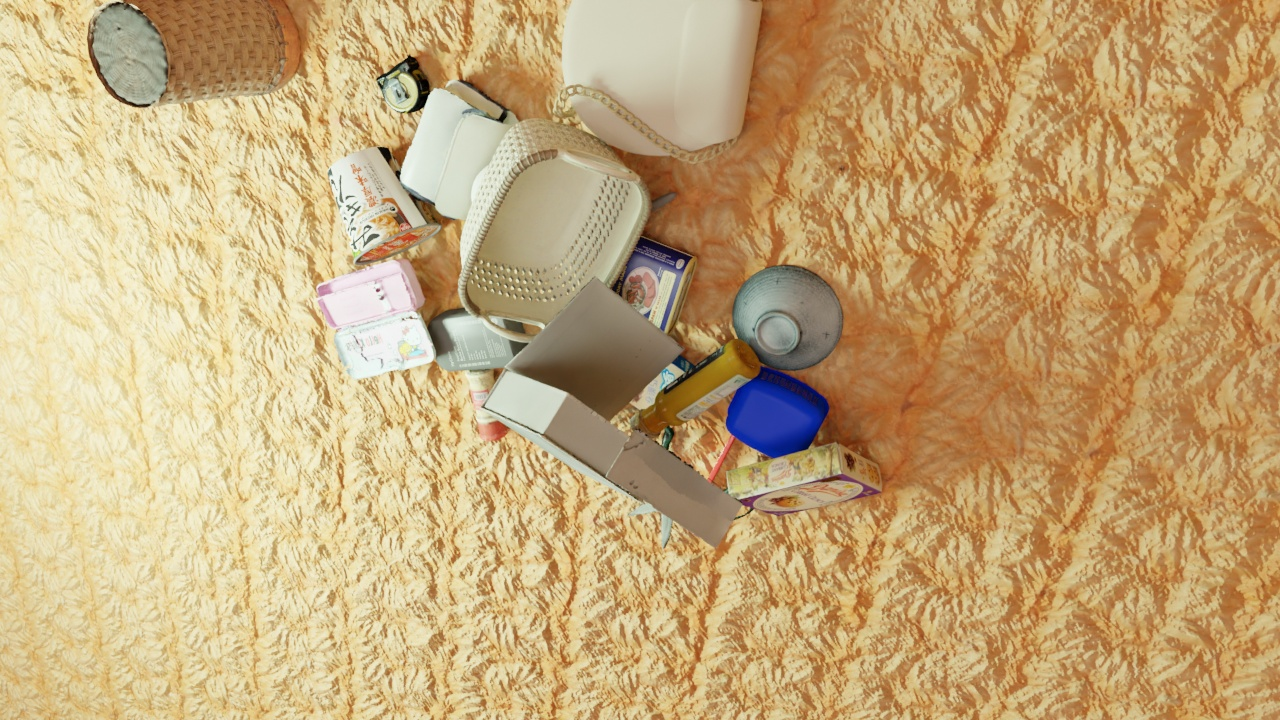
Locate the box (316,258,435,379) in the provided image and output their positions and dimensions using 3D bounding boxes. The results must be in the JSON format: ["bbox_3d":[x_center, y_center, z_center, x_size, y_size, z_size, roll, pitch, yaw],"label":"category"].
[{"bbox_3d":[-0.373,-0.057,1.301,0.202,0.037,0.152,-9,107,37],"label":"box"}]

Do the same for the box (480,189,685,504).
[{"bbox_3d":[-0.041,-0.038,1.142,0.174,0.420,0.167,-16,137,43],"label":"box"}]

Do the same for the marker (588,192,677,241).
[{"bbox_3d":[-0.013,-0.176,1.134,0.139,0.022,0.016,-23,98,30],"label":"marker"}]

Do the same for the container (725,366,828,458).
[{"bbox_3d":[0.167,0.070,1.140,0.114,0.058,0.096,27,111,7],"label":"container"}]

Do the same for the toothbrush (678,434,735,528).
[{"bbox_3d":[0.096,0.147,1.239,0.018,0.012,0.213,30,120,11],"label":"toothbrush"}]

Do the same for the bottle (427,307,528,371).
[{"bbox_3d":[-0.246,-0.030,1.279,0.174,0.046,0.084,-5,110,24],"label":"bottle"}]

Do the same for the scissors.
[{"bbox_3d":[0.067,0.178,1.250,0.203,0.015,0.202,10,113,23],"label":"scissors"}]

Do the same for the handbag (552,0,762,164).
[{"bbox_3d":[0.018,-0.333,1.005,0.209,0.103,0.211,14,118,12],"label":"handbag"}]

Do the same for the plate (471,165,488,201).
[{"bbox_3d":[-0.158,-0.198,1.144,0.104,0.026,0.104,-4,127,-5],"label":"plate"}]

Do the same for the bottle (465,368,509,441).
[{"bbox_3d":[-0.220,0.060,1.311,0.044,0.044,0.109,-1,112,22],"label":"bottle"}]

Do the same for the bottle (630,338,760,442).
[{"bbox_3d":[0.063,0.042,1.143,0.187,0.053,0.053,-36,96,31],"label":"bottle"}]

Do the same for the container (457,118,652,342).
[{"bbox_3d":[-0.110,-0.158,1.072,0.184,0.142,0.247,12,126,-31],"label":"container"}]

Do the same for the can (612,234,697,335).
[{"bbox_3d":[0.010,-0.094,1.142,0.092,0.056,0.116,23,119,10],"label":"can"}]

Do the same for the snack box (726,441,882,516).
[{"bbox_3d":[0.202,0.148,1.127,0.148,0.143,0.040,-19,65,28],"label":"snack box"}]

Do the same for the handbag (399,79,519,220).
[{"bbox_3d":[-0.201,-0.245,1.152,0.176,0.073,0.152,30,121,-4],"label":"handbag"}]

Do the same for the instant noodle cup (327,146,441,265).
[{"bbox_3d":[-0.345,-0.207,1.207,0.124,0.123,0.122,-24,93,29],"label":"instant noodle cup"}]

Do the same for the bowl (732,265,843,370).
[{"bbox_3d":[0.170,-0.041,1.099,0.137,0.057,0.137,9,115,19],"label":"bowl"}]

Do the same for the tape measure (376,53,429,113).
[{"bbox_3d":[-0.300,-0.346,1.167,0.062,0.034,0.061,-24,104,30],"label":"tape measure"}]

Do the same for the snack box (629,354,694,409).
[{"bbox_3d":[-0.007,0.007,1.205,0.151,0.034,0.087,35,120,4],"label":"snack box"}]

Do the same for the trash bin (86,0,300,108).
[{"bbox_3d":[-0.555,-0.398,1.145,0.151,0.209,0.151,8,115,18],"label":"trash bin"}]
